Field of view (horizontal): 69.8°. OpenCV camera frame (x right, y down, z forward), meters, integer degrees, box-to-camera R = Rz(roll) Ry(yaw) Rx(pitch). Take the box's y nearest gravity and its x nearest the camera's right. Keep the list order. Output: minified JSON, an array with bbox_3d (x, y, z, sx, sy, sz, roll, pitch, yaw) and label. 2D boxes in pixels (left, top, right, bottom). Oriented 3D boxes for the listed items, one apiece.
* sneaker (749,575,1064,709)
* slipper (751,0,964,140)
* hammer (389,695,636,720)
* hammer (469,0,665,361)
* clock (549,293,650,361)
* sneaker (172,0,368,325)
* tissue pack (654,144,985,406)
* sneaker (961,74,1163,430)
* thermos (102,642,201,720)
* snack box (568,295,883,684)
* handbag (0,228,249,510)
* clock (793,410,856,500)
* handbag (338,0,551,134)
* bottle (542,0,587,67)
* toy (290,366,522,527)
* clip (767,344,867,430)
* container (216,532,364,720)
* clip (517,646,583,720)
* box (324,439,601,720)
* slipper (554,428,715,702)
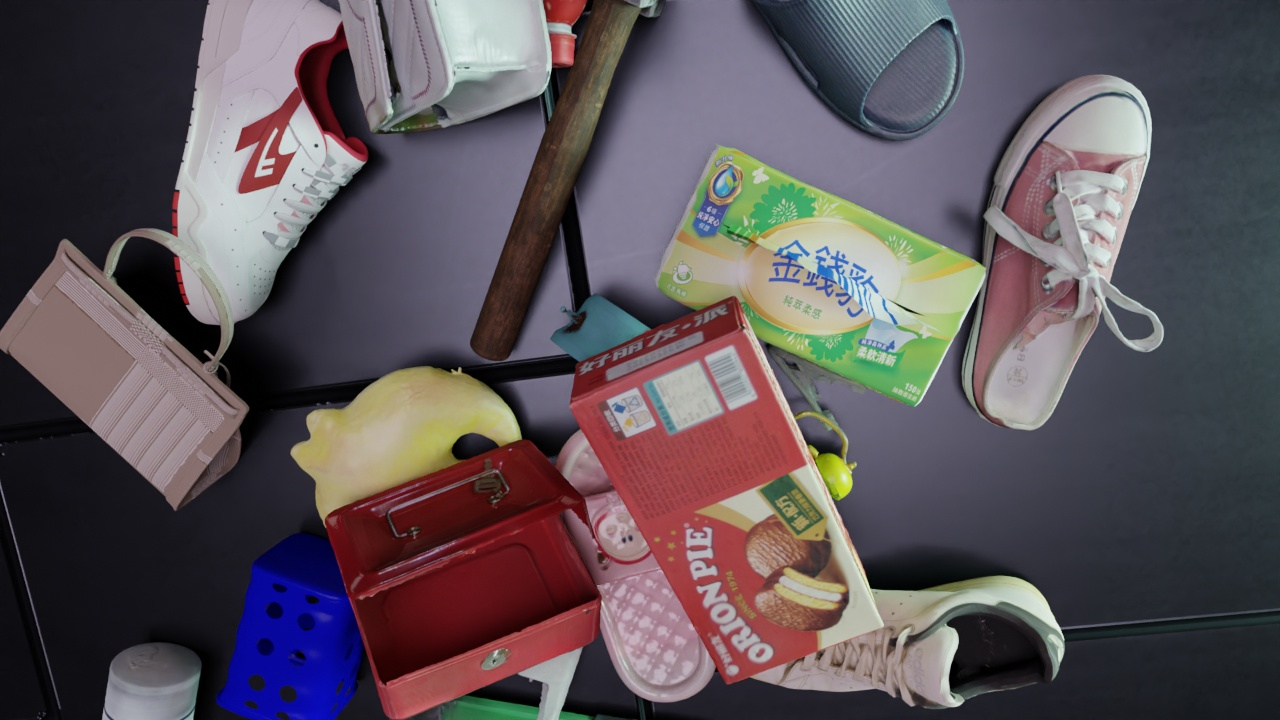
[{"bbox_3d":[0.176,0.206,0.646,0.242,0.102,0.089,-5,100,7],"label":"sneaker"},{"bbox_3d":[0.112,-0.255,0.579,0.101,0.082,0.263,-43,94,8],"label":"slipper"},{"bbox_3d":[-0.039,0.293,0.719,0.319,0.032,0.130,8,100,3],"label":"hammer"},{"bbox_3d":[-0.061,-0.117,0.575,0.037,0.217,0.301,24,114,0],"label":"hammer"},{"bbox_3d":[-0.004,0.004,0.634,0.124,0.090,0.053,34,91,-1],"label":"clock"},{"bbox_3d":[-0.247,-0.133,0.637,0.104,0.090,0.237,12,98,-4],"label":"sneaker"},{"bbox_3d":[0.113,-0.053,0.584,0.198,0.141,0.120,18,101,1],"label":"tissue pack"},{"bbox_3d":[0.273,-0.065,0.595,0.118,0.087,0.241,11,102,3],"label":"sneaker"},{"bbox_3d":[-0.407,0.345,0.743,0.068,0.068,0.230,16,101,2],"label":"thermos"},{"bbox_3d":[0.058,0.088,0.582,0.113,0.060,0.236,-24,112,10],"label":"snack box"},{"bbox_3d":[-0.339,-0.014,0.632,0.175,0.062,0.198,44,129,-4],"label":"handbag"},{"bbox_3d":[0.100,0.091,0.654,0.083,0.057,0.119,36,103,-3],"label":"clock"},{"bbox_3d":[-0.145,-0.253,0.579,0.142,0.096,0.198,-1,104,48],"label":"handbag"},{"bbox_3d":[-0.060,-0.265,0.602,0.062,0.062,0.137,2,101,5],"label":"bottle"},{"bbox_3d":[-0.173,0.076,0.673,0.154,0.064,0.171,23,106,-19],"label":"toy"},{"bbox_3d":[0.121,0.012,0.657,0.076,0.023,0.061,38,100,-5],"label":"clip"},{"bbox_3d":[-0.253,0.203,0.694,0.085,0.084,0.114,18,100,3],"label":"container"},{"bbox_3d":[-0.075,0.224,0.697,0.054,0.044,0.101,23,74,-10],"label":"clip"},{"bbox_3d":[-0.118,0.145,0.623,0.157,0.137,0.127,-19,118,-18],"label":"box"},{"bbox_3d":[-0.004,0.149,0.674,0.107,0.055,0.221,-14,96,9],"label":"slipper"}]
